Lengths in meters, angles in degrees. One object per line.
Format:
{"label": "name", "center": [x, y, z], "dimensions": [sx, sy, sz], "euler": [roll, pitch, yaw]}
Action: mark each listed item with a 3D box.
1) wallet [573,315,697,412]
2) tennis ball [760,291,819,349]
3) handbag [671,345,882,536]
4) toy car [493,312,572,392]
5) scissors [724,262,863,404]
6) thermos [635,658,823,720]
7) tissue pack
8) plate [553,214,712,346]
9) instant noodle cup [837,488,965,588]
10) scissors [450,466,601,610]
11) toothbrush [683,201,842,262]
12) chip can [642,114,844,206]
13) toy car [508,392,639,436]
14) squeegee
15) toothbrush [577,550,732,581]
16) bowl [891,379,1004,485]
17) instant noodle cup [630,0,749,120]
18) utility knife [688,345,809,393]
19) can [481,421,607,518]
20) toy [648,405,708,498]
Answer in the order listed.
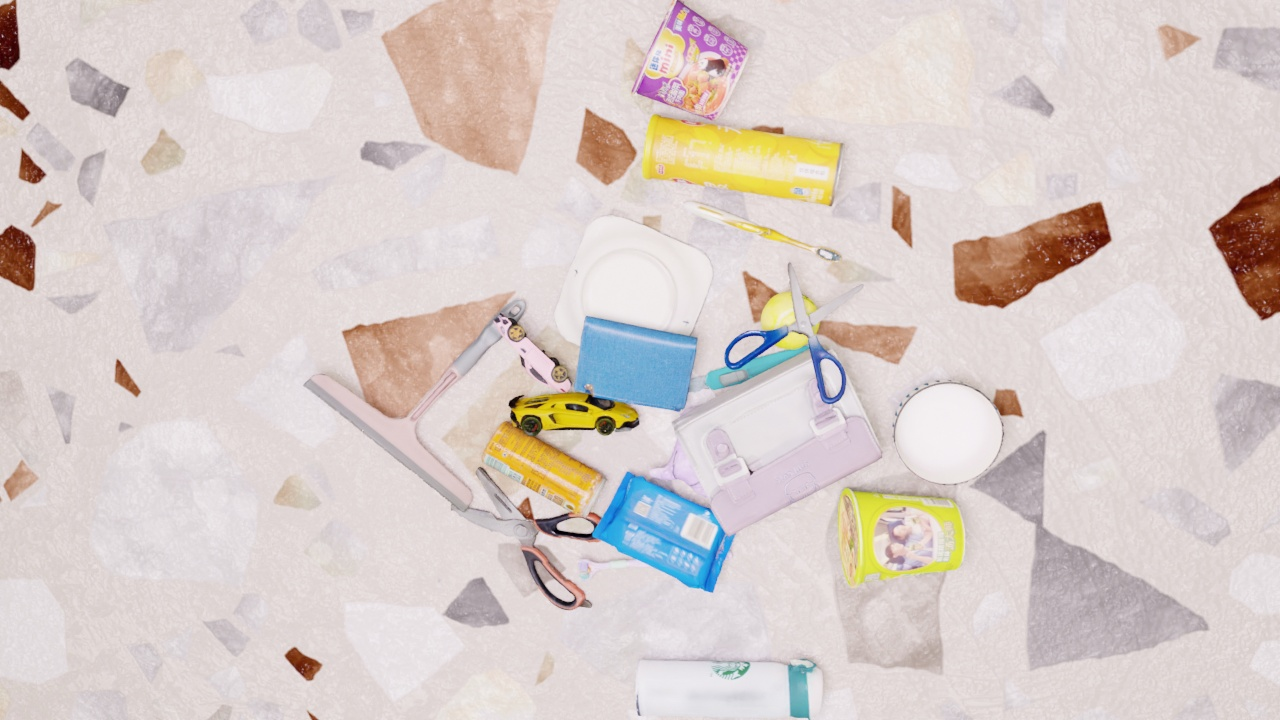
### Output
{"label": "wallet", "center": [-0.006, 0.006, 1.056], "dimensions": [0.133, 0.040, 0.107], "euler": [11, 123, 2]}
{"label": "tennis ball", "center": [0.168, -0.045, 1.033], "dimensions": [0.065, 0.065, 0.065], "euler": [1, 100, 8]}
{"label": "handbag", "center": [0.151, 0.090, 1.019], "dimensions": [0.197, 0.098, 0.145], "euler": [-28, 99, 2]}
{"label": "toy car", "center": [-0.128, -0.006, 1.073], "dimensions": [0.037, 0.056, 0.122], "euler": [-46, 110, -4]}
{"label": "scissors", "center": [0.174, -0.027, 0.983], "dimensions": [0.173, 0.012, 0.162], "euler": [-32, 66, -1]}
{"label": "thermos", "center": [0.109, 0.398, 1.117], "dimensions": [0.224, 0.073, 0.073], "euler": [-2, 99, 8]}
{"label": "tissue pack", "center": [0.030, 0.204, 1.090], "dimensions": [0.157, 0.052, 0.094], "euler": [25, 73, 2]}
{"label": "plate", "center": [-0.011, -0.074, 1.069], "dimensions": [0.163, 0.034, 0.164], "euler": [22, 102, 4]}
{"label": "instant noodle cup", "center": [0.297, 0.200, 1.042], "dimensions": [0.123, 0.111, 0.112], "euler": [-1, 99, 0]}
{"label": "scissors", "center": [-0.129, 0.222, 1.147], "dimensions": [0.227, 0.015, 0.189], "euler": [-3, 99, 9]}
{"label": "toothbrush", "center": [0.138, -0.146, 1.044], "dimensions": [0.191, 0.018, 0.016], "euler": [20, 100, 4]}
{"label": "chip can", "center": [0.111, -0.220, 1.008], "dimensions": [0.213, 0.072, 0.072], "euler": [10, 101, 6]}
{"label": "toy car", "center": [-0.078, 0.061, 1.083], "dimensions": [0.156, 0.071, 0.041], "euler": [2, 103, 5]}
{"label": "squeegee", "center": [-0.225, 0.017, 1.112], "dimensions": [0.247, 0.040, 0.250], "euler": [43, 96, -13]}
{"label": "toothbrush", "center": [0.018, 0.246, 1.119], "dimensions": [0.189, 0.021, 0.029], "euler": [-7, 104, 2]}
{"label": "bowl", "center": [0.340, 0.076, 1.030], "dimensions": [0.116, 0.066, 0.116], "euler": [1, 99, 8]}
{"label": "instant noodle cup", "center": [0.056, -0.317, 0.986], "dimensions": [0.099, 0.111, 0.112], "euler": [26, 102, -4]}
{"label": "utility knife", "center": [0.115, 0.017, 1.077], "dimensions": [0.223, 0.013, 0.029], "euler": [-15, 98, 10]}
{"label": "can", "center": [-0.116, 0.131, 1.106], "dimensions": [0.146, 0.058, 0.058], "euler": [29, 102, 2]}
{"label": "toy", "center": [0.064, 0.102, 1.086], "dimensions": [0.084, 0.039, 0.108], "euler": [19, 101, 0]}
